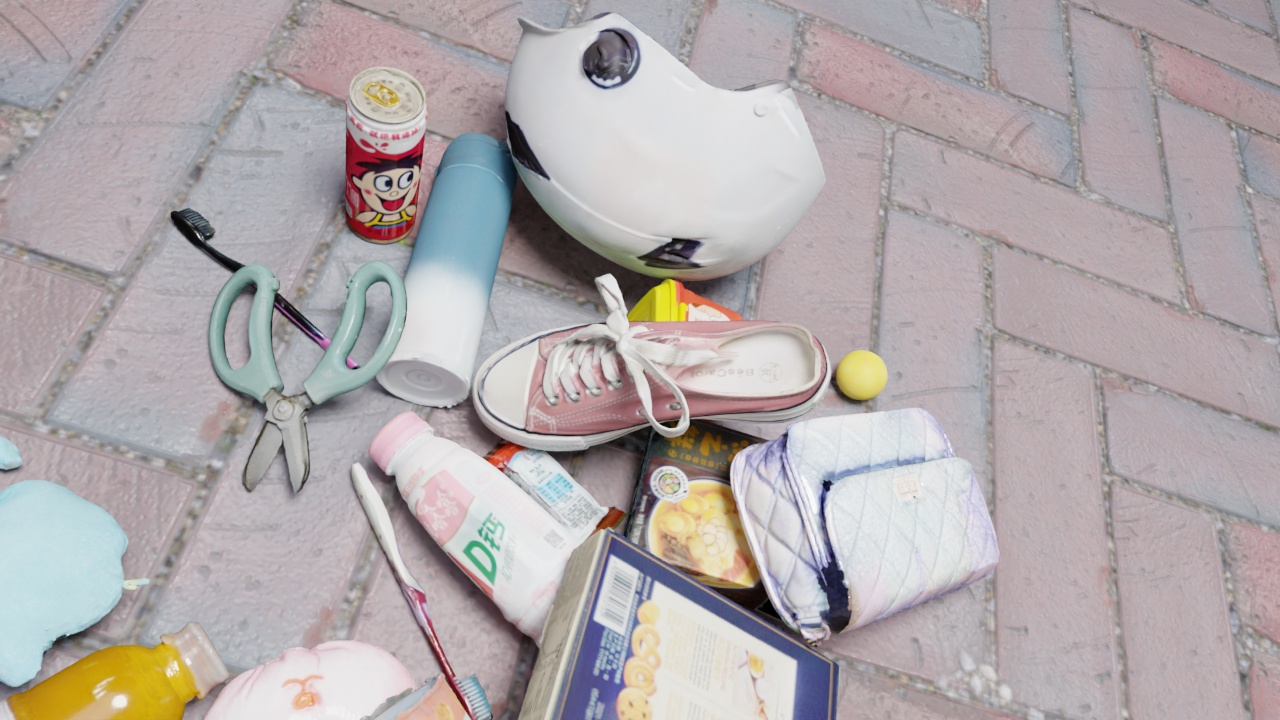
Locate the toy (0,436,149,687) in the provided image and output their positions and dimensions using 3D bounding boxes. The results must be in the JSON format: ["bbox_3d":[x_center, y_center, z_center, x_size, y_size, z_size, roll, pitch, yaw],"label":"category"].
[{"bbox_3d":[-0.356,0.105,0.508,0.156,0.050,0.161,-1,48,-14],"label":"toy"}]

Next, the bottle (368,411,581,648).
[{"bbox_3d":[-0.090,0.110,0.582,0.197,0.068,0.068,42,58,9],"label":"bottle"}]

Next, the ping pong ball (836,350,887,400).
[{"bbox_3d":[0.179,0.012,0.741,0.040,0.040,0.040,8,59,-14],"label":"ping pong ball"}]

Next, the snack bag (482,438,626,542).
[{"bbox_3d":[-0.062,0.088,0.628,0.104,0.026,0.048,40,60,7],"label":"snack bag"}]

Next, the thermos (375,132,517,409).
[{"bbox_3d":[-0.137,-0.074,0.677,0.070,0.070,0.220,13,57,-11],"label":"thermos"}]

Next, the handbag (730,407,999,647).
[{"bbox_3d":[0.158,0.104,0.624,0.193,0.076,0.134,-4,70,-42],"label":"handbag"}]

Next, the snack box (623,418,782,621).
[{"bbox_3d":[0.056,0.107,0.645,0.125,0.053,0.113,16,58,-3],"label":"snack box"}]

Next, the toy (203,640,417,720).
[{"bbox_3d":[-0.172,0.235,0.496,0.121,0.054,0.159,-7,71,-25],"label":"toy"}]

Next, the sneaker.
[{"bbox_3d":[-0.003,0.003,0.584,0.241,0.088,0.118,-4,66,16],"label":"sneaker"}]

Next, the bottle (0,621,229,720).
[{"bbox_3d":[-0.305,0.201,0.460,0.189,0.068,0.068,-31,74,-30],"label":"bottle"}]

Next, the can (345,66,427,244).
[{"bbox_3d":[-0.184,-0.143,0.657,0.053,0.133,0.053,8,59,-14],"label":"can"}]

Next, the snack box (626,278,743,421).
[{"bbox_3d":[0.034,-0.003,0.681,0.080,0.082,0.091,15,59,-21],"label":"snack box"}]

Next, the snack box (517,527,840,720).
[{"bbox_3d":[0.022,0.210,0.493,0.182,0.046,0.177,34,43,-16],"label":"snack box"}]

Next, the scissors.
[{"bbox_3d":[-0.239,-0.002,0.608,0.176,0.019,0.174,23,79,18],"label":"scissors"}]

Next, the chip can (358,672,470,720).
[{"bbox_3d":[-0.072,0.268,0.465,0.071,0.071,0.214,-32,89,-30],"label":"chip can"}]

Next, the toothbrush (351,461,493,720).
[{"bbox_3d":[-0.140,0.143,0.578,0.017,0.016,0.187,-19,68,-35],"label":"toothbrush"}]

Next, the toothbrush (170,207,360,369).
[{"bbox_3d":[-0.261,-0.048,0.651,0.189,0.014,0.017,39,45,6],"label":"toothbrush"}]

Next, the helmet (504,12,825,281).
[{"bbox_3d":[0.002,-0.144,0.692,0.259,0.229,0.146,23,94,8],"label":"helmet"}]
